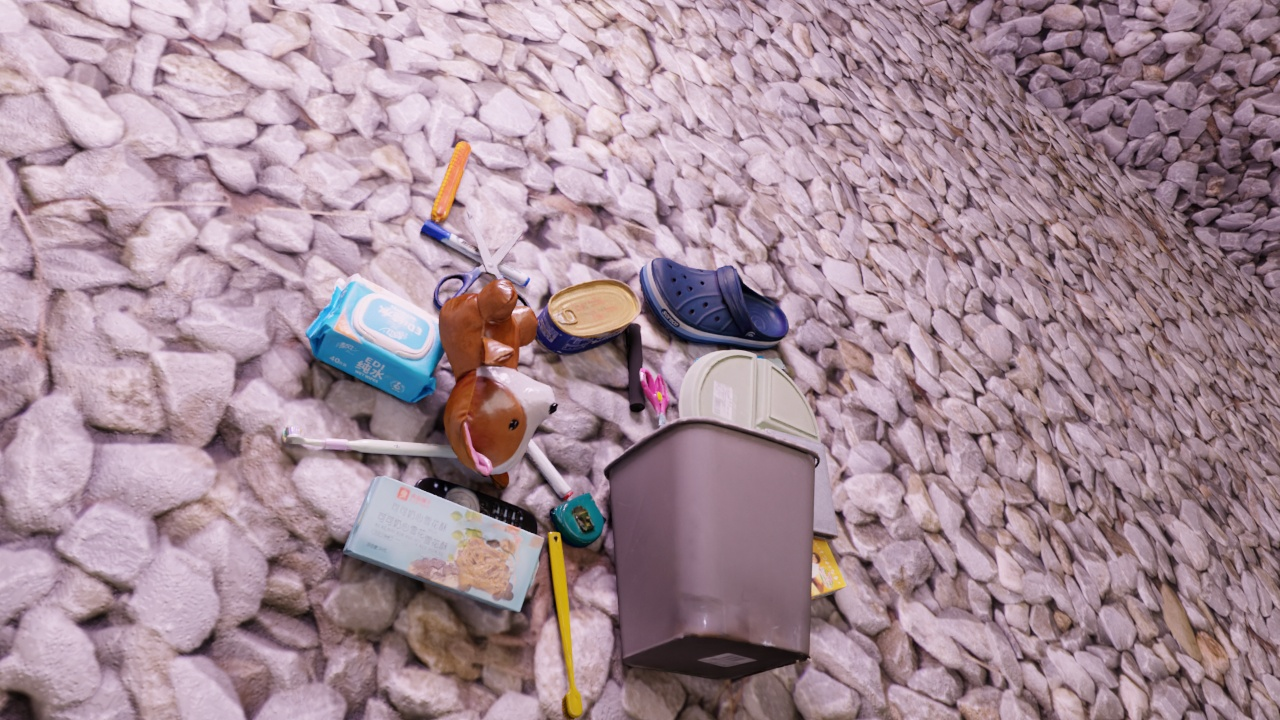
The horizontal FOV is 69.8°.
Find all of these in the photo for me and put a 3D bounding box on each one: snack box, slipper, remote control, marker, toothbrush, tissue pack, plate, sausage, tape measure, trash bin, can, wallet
[{"bbox_3d":[-0.183,0.174,0.865,0.174,0.052,0.074,26,69,-20],"label":"snack box"},{"bbox_3d":[0.117,-0.079,1.282,0.252,0.095,0.105,17,47,-31],"label":"slipper"},{"bbox_3d":[-0.169,0.158,0.925,0.136,0.024,0.053,24,53,-21],"label":"remote control"},{"bbox_3d":[-0.202,-0.131,1.130,0.145,0.017,0.016,29,45,-17],"label":"marker"},{"bbox_3d":[-0.079,0.263,0.922,0.015,0.017,0.189,11,51,-30],"label":"toothbrush"},{"bbox_3d":[-0.269,-0.024,0.960,0.140,0.063,0.089,29,45,-17],"label":"tissue pack"},{"bbox_3d":[0.151,0.086,1.204,0.230,0.028,0.229,18,54,-27],"label":"plate"},{"bbox_3d":[-0.241,-0.230,1.172,0.021,0.022,0.164,26,45,-20],"label":"sausage"},{"bbox_3d":[-0.065,0.173,0.993,0.058,0.025,0.054,-20,71,-44],"label":"tape measure"},{"bbox_3d":[0.077,0.205,0.966,0.198,0.200,0.219,17,56,-27],"label":"trash bin"},{"bbox_3d":[-0.066,-0.055,1.151,0.147,0.049,0.074,-22,73,-45],"label":"can"},{"bbox_3d":[-0.259,0.084,0.918,0.189,0.029,0.020,10,95,-33],"label":"toothbrush"},{"bbox_3d":[-0.007,0.007,1.171,0.022,0.020,0.131,14,50,-21],"label":"marker"},{"bbox_3d":[0.199,0.154,1.153,0.106,0.037,0.129,17,53,-27],"label":"wallet"},{"bbox_3d":[-0.124,0.094,1.015,0.145,0.017,0.017,51,43,6],"label":"marker"},{"bbox_3d":[0.180,0.252,1.117,0.140,0.034,0.087,-1,60,-40],"label":"snack box"}]

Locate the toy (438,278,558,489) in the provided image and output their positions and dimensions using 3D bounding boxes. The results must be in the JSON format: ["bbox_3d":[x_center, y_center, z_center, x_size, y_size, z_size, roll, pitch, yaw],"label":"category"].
[{"bbox_3d":[-0.146,0.028,0.940,0.130,0.140,0.199,0,73,11],"label":"toy"}]

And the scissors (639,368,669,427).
[{"bbox_3d":[0.031,0.075,1.149,0.076,0.017,0.137,14,57,-63],"label":"scissors"}]

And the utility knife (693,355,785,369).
[{"bbox_3d":[0.142,0.009,1.286,0.185,0.018,0.034,-4,76,-41],"label":"utility knife"}]

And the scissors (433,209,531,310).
[{"bbox_3d":[-0.185,-0.103,1.108,0.162,0.012,0.176,-28,85,-38],"label":"scissors"}]
